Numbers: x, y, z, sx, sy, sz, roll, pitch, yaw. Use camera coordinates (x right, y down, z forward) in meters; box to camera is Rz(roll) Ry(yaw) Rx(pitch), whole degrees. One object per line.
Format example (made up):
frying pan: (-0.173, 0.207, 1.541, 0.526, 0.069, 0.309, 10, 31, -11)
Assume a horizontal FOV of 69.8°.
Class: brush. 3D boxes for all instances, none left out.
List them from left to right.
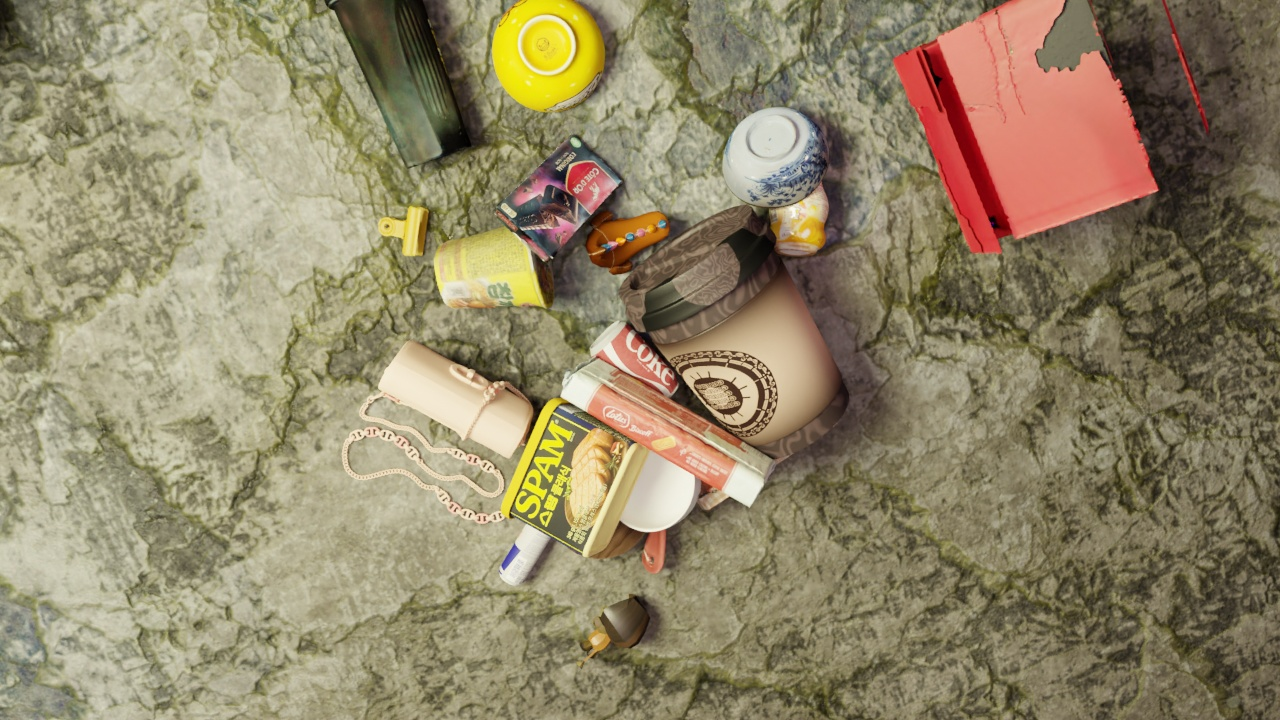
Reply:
brush: (0.032, 0.158, 1.042, 0.030, 0.041, 0.172, 0, 103, -45)

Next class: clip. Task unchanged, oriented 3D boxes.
clip: (-0.252, -0.139, 0.974, 0.048, 0.045, 0.054, 5, 103, -30)

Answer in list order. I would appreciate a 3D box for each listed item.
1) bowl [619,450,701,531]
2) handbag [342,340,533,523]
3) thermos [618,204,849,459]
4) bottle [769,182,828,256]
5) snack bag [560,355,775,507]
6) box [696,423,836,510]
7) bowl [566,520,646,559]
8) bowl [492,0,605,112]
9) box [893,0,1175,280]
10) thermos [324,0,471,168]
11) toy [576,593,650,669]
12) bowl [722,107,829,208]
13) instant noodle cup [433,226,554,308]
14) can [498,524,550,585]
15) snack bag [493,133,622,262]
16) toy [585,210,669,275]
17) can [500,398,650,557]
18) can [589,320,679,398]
bowl: (0.017, 0.130, 0.991, 0.105, 0.054, 0.105, -1, 87, 22)
handbag: (-0.210, 0.096, 0.975, 0.198, 0.116, 0.187, 29, 97, -9)
thermos: (0.106, -0.022, 0.956, 0.173, 0.172, 0.226, -35, 107, 3)
bottle: (0.170, -0.168, 0.980, 0.063, 0.063, 0.109, 7, 88, -5)
snack bag: (0.028, 0.069, 0.932, 0.225, 0.077, 0.041, 28, 110, 11)
box: (0.137, 0.106, 1.023, 0.187, 0.078, 0.054, -35, 74, 4)
bowl: (-0.046, 0.161, 1.035, 0.119, 0.032, 0.119, 0, 92, -13)
bowl: (-0.094, -0.315, 0.932, 0.117, 0.067, 0.117, -1, 100, -4)
box: (0.322, -0.198, 0.817, 0.107, 0.409, 0.211, -23, 100, 12)
thermos: (-0.244, -0.307, 0.914, 0.098, 0.098, 0.221, -19, 106, 0)
toy: (-0.035, 0.314, 1.056, 0.100, 0.062, 0.076, -39, 137, -11)
bowl: (0.137, -0.218, 0.948, 0.114, 0.045, 0.114, -5, 70, 14)
instant noodle cup: (-0.152, -0.095, 0.959, 0.108, 0.102, 0.102, -9, 101, 6)
can: (-0.126, 0.210, 1.044, 0.032, 0.032, 0.095, 30, 97, -9)
snack bag: (-0.082, -0.168, 0.938, 0.074, 0.018, 0.154, 42, 50, -9)
toy: (-0.013, -0.127, 0.957, 0.090, 0.103, 0.070, -21, 100, 7)
can: (-0.065, 0.122, 0.955, 0.104, 0.075, 0.135, 26, 96, 17)
can: (-0.006, 0.006, 1.004, 0.054, 0.054, 0.096, -44, 100, 4)
